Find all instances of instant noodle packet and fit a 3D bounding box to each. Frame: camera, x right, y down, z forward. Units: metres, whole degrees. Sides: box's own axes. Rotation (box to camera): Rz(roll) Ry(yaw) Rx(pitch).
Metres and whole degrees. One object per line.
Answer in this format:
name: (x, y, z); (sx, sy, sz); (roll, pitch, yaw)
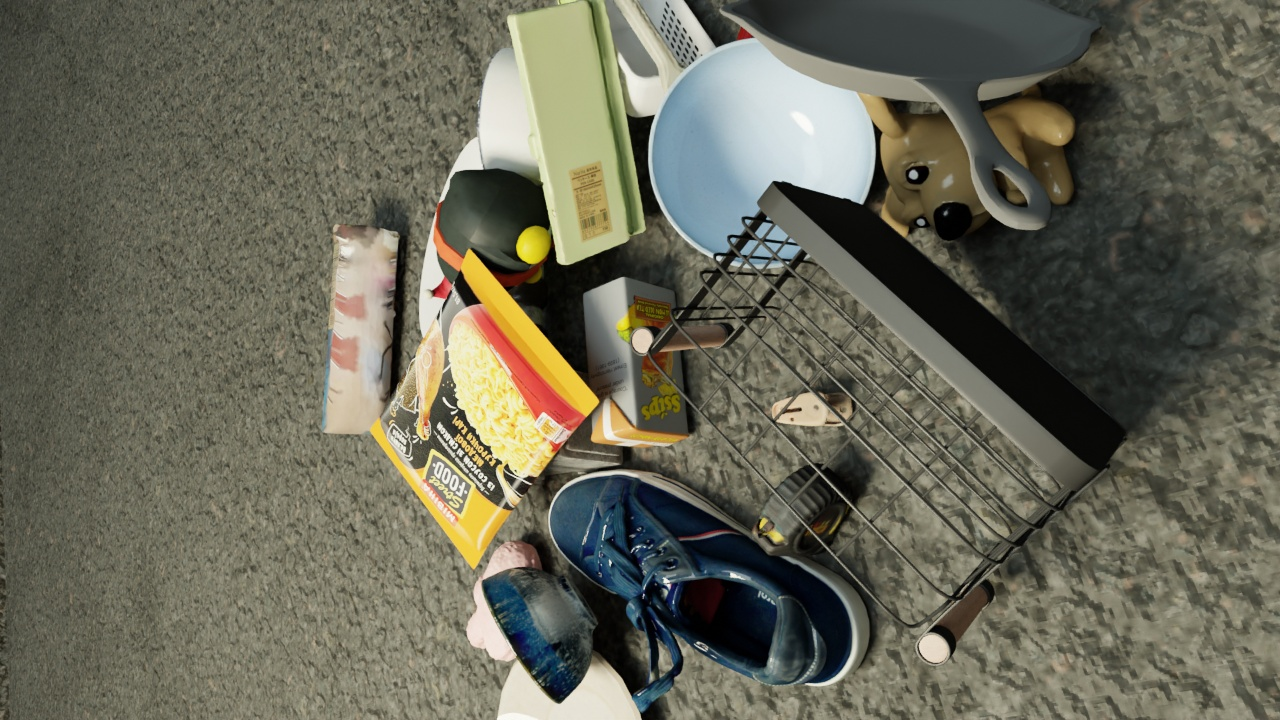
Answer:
instant noodle packet: (-0.136, 0.046, 0.741); (0.160, 0.032, 0.221); (48, 124, 17)

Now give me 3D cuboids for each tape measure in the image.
tape measure: (0.109, 0.099, 0.618); (0.038, 0.067, 0.063); (46, 116, 35)

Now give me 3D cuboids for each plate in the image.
plate: (-0.179, -0.116, 0.905); (0.209, 0.015, 0.208); (-36, 48, 53)
plate: (-0.053, 0.330, 0.776); (0.189, 0.027, 0.188); (-5, 83, 43)

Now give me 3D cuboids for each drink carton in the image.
drink carton: (-0.004, 0.004, 0.730); (0.049, 0.076, 0.124); (-18, 70, 41)

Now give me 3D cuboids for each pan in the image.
pan: (0.153, -0.152, 0.487); (0.353, 0.216, 0.024); (-86, -2, -53)

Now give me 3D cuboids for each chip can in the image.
chip can: (-0.309, -0.033, 1.015); (0.080, 0.079, 0.229); (1, 87, 43)

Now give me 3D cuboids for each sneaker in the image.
sneaker: (0.009, 0.159, 0.670); (0.295, 0.127, 0.121); (18, 97, 44)

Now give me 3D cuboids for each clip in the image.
clip: (0.123, 0.034, 0.647); (0.061, 0.041, 0.024); (-9, 79, 62)

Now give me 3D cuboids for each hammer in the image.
hammer: (-0.103, -0.051, 0.831); (0.177, 0.079, 0.326); (-14, 72, 41)

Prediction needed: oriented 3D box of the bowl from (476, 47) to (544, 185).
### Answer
bowl: (-0.088, -0.203, 0.781); (0.066, 0.116, 0.116); (8, 92, 9)

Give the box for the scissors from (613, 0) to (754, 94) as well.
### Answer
scissors: (0.039, -0.228, 0.681); (0.198, 0.179, 0.015); (-68, 15, -6)

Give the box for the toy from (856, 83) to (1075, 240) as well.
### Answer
toy: (0.195, -0.121, 0.548); (0.108, 0.134, 0.105); (-14, 51, 14)

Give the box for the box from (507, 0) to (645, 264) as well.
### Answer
box: (-0.039, -0.181, 0.711); (0.064, 0.130, 0.188); (0, 115, 22)

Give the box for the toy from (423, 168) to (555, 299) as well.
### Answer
toy: (-0.124, -0.098, 0.758); (0.119, 0.099, 0.097); (-56, 9, 44)

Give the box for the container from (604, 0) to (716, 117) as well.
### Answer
container: (0.003, -0.252, 0.738); (0.050, 0.080, 0.129); (106, 143, -56)

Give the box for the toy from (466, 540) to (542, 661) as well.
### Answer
toy: (-0.127, 0.221, 0.834); (0.105, 0.053, 0.108); (-32, 47, 48)

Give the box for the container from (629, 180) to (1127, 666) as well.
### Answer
container: (0.132, 0.021, 0.513); (0.241, 0.162, 0.130); (47, 115, 21)

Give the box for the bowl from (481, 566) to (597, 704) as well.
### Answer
bowl: (-0.071, 0.206, 0.728); (0.060, 0.114, 0.114); (-35, 57, -5)

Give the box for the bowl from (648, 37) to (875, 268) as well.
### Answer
bowl: (0.085, -0.140, 0.641); (0.151, 0.074, 0.150); (1, 97, 10)

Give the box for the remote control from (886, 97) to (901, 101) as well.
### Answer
remote control: (0.145, -0.221, 0.649); (0.136, 0.013, 0.043); (40, 113, 38)
